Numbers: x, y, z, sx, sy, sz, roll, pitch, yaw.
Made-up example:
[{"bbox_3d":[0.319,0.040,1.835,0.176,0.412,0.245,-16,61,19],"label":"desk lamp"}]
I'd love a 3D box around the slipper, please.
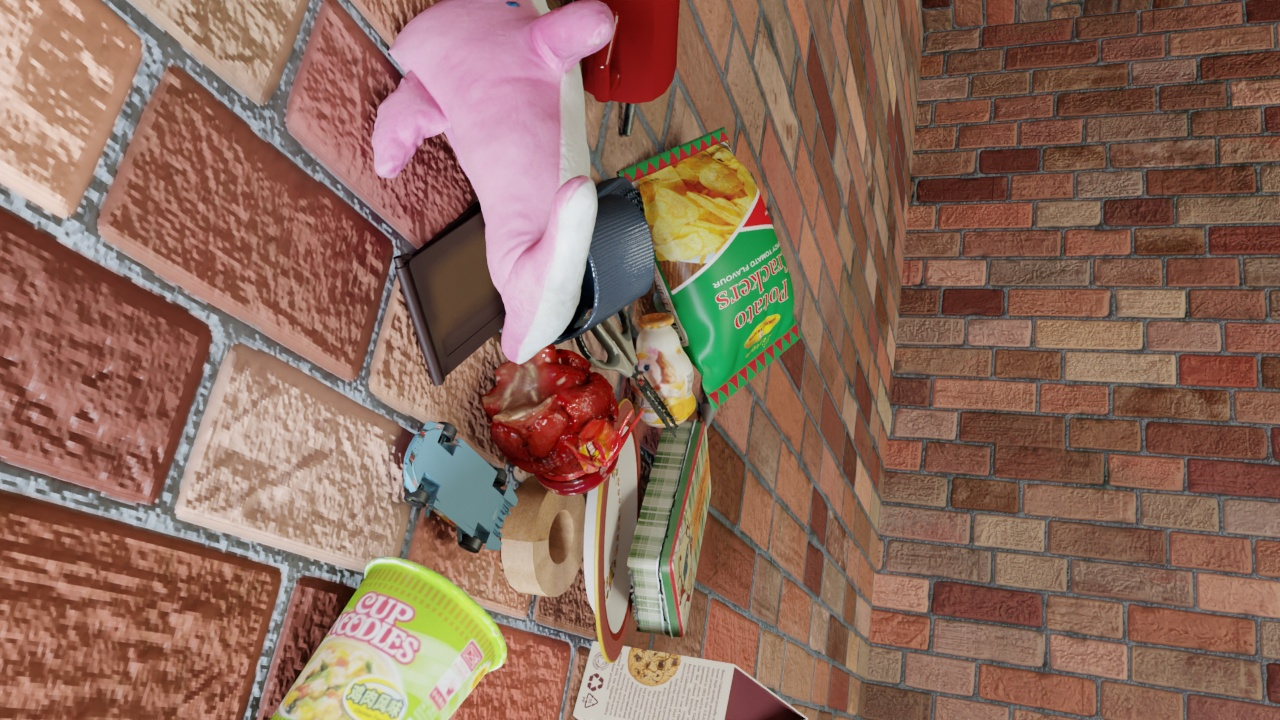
[{"bbox_3d":[-0.022,-0.088,0.751,0.262,0.083,0.101,-55,143,-60],"label":"slipper"}]

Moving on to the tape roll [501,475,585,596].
[{"bbox_3d":[-0.075,0.139,0.732,0.094,0.027,0.094,3,90,-67],"label":"tape roll"}]

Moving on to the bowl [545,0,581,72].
[{"bbox_3d":[-0.072,-0.227,0.701,0.117,0.030,0.118,3,90,-67],"label":"bowl"}]

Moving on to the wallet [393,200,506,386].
[{"bbox_3d":[-0.120,-0.051,0.625,0.115,0.018,0.091,-54,140,-51],"label":"wallet"}]

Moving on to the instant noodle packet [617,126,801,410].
[{"bbox_3d":[0.082,-0.103,0.961,0.195,0.091,0.253,-35,107,-45],"label":"instant noodle packet"}]

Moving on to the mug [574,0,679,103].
[{"bbox_3d":[-0.014,-0.262,0.734,0.097,0.080,0.116,91,15,-52],"label":"mug"}]

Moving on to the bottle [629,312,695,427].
[{"bbox_3d":[0.020,0.009,0.903,0.063,0.063,0.108,-42,129,-60],"label":"bottle"}]

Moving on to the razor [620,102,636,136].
[{"bbox_3d":[-0.006,-0.264,0.863,0.026,0.042,0.106,-14,114,-69],"label":"razor"}]

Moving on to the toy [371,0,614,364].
[{"bbox_3d":[-0.092,-0.132,0.545,0.187,0.127,0.265,123,-38,-53],"label":"toy"}]

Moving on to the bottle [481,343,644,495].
[{"bbox_3d":[-0.057,0.044,0.670,0.111,0.099,0.098,67,34,-46],"label":"bottle"}]

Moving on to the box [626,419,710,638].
[{"bbox_3d":[0.033,0.163,0.923,0.205,0.050,0.118,-73,163,-51],"label":"box"}]

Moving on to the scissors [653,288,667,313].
[{"bbox_3d":[0.047,-0.094,1.029,0.171,0.021,0.171,-43,128,-66],"label":"scissors"}]

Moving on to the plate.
[{"bbox_3d":[-0.025,0.149,0.816,0.229,0.021,0.230,3,89,-82],"label":"plate"}]

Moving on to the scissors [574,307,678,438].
[{"bbox_3d":[-0.012,0.014,0.836,0.132,0.013,0.169,-21,97,-55],"label":"scissors"}]

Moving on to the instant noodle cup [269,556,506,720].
[{"bbox_3d":[-0.142,0.179,0.500,0.107,0.099,0.099,-53,140,-42],"label":"instant noodle cup"}]

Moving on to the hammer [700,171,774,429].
[{"bbox_3d":[0.109,-0.067,1.148,0.156,0.043,0.321,42,56,-62],"label":"hammer"}]

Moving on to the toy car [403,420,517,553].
[{"bbox_3d":[-0.126,0.084,0.607,0.108,0.028,0.060,53,43,-43],"label":"toy car"}]

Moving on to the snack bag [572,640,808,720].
[{"bbox_3d":[0.057,0.319,0.833,0.094,0.207,0.069,62,37,-50],"label":"snack bag"}]
